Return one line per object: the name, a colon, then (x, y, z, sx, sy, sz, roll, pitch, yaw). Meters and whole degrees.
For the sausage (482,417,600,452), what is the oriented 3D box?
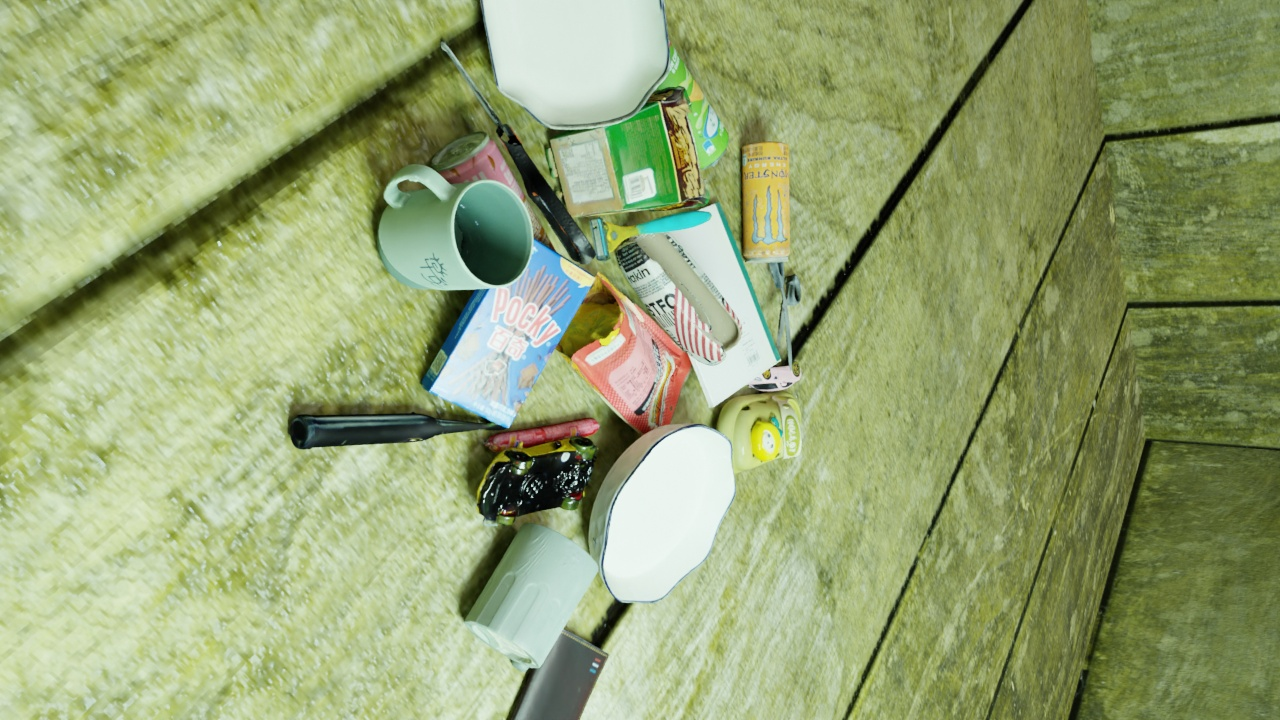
sausage: (-0.091, 0.072, 0.884, 0.155, 0.020, 0.020, -6, 97, -50)

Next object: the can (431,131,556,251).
can: (-0.122, -0.123, 0.805, 0.057, 0.058, 0.147, -54, 130, -34)

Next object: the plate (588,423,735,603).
plate: (0.022, 0.156, 0.970, 0.204, 0.046, 0.205, -24, 125, -40)

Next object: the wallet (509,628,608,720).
wallet: (-0.084, 0.334, 0.909, 0.096, 0.020, 0.122, 45, 60, -42)

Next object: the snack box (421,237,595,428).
snack box: (-0.113, -0.027, 0.793, 0.084, 0.026, 0.157, 30, 91, -35)

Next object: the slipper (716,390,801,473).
slipper: (0.165, 0.084, 1.151, 0.190, 0.082, 0.091, -16, 101, -52)

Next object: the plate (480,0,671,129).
plate: (-0.065, -0.337, 0.821, 0.162, 0.034, 0.265, -10, 93, -8)

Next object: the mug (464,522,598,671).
mug: (-0.097, 0.225, 0.848, 0.103, 0.084, 0.124, -58, 157, -30)

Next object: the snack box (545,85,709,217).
snack box: (-0.016, -0.191, 0.889, 0.105, 0.118, 0.118, -29, 111, -41)

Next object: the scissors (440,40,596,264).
scissors: (-0.104, -0.172, 0.802, 0.221, 0.022, 0.224, 56, 1, 15)

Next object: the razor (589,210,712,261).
razor: (0.012, -0.133, 0.921, 0.132, 0.028, 0.043, -16, 101, -23)

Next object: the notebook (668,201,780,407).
notebook: (0.086, -0.069, 1.059, 0.150, 0.012, 0.209, -30, 100, -45)

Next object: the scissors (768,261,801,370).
scissors: (0.184, -0.072, 1.180, 0.159, 0.014, 0.172, -19, 93, -63)

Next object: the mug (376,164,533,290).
mug: (-0.158, -0.107, 0.723, 0.112, 0.106, 0.082, 53, 54, -38)

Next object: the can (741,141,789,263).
can: (0.156, -0.195, 1.140, 0.058, 0.058, 0.146, -7, 97, -50)

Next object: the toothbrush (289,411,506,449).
toothbrush: (-0.188, 0.055, 0.761, 0.212, 0.026, 0.027, 1, 58, -53)

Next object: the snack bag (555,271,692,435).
snack bag: (-0.006, 0.006, 0.954, 0.208, 0.073, 0.128, 44, 51, -50)

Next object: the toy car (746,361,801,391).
toy car: (0.158, 0.021, 1.157, 0.122, 0.056, 0.037, -3, 87, -50)

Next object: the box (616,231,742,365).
box: (0.044, -0.072, 0.974, 0.163, 0.074, 0.079, 48, 64, -9)

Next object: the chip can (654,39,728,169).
chip can: (0.011, -0.298, 0.948, 0.236, 0.072, 0.072, 47, 57, -42)

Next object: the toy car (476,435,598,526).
toy car: (-0.096, 0.108, 0.854, 0.155, 0.041, 0.071, -6, 118, -53)
